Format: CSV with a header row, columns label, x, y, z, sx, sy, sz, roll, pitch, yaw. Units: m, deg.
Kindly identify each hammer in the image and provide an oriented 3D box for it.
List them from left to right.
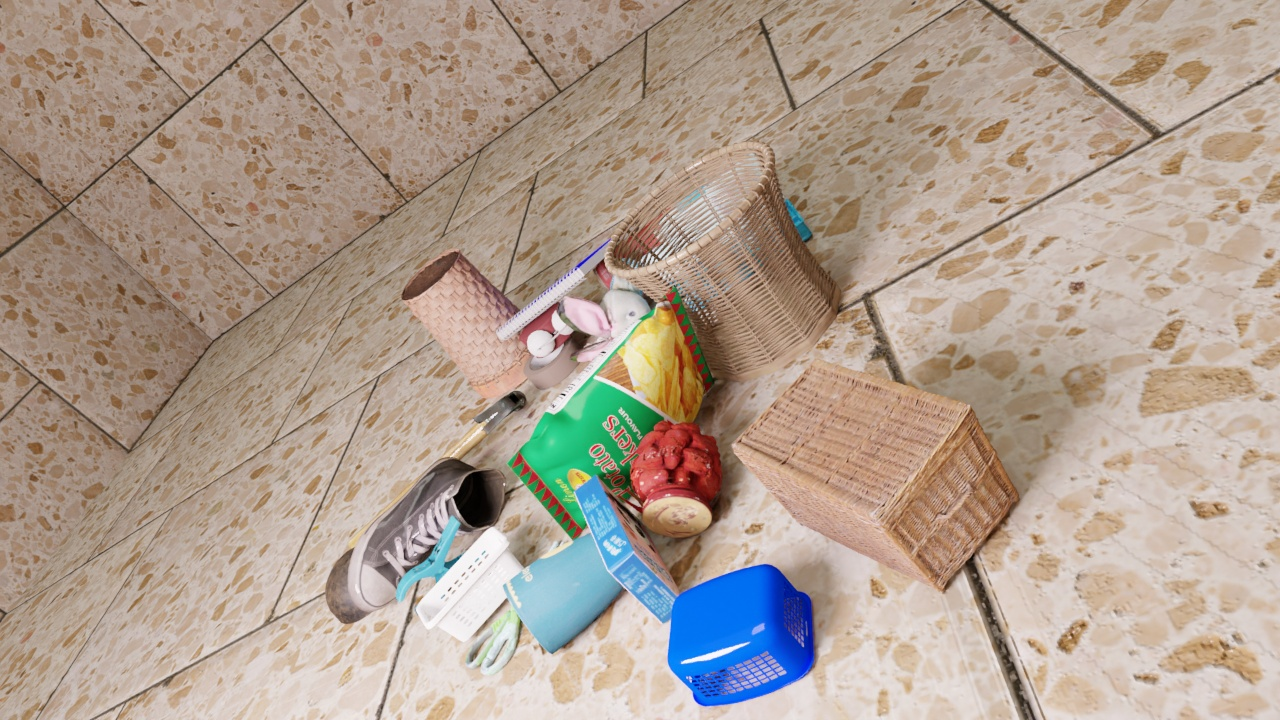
label,x,y,z,sx,sy,sz,roll,pitch,yaw
hammer,-0.302,0.165,1.339,0.331,0.033,0.132,-42,1,6

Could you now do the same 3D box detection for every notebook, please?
label,x,y,z,sx,sy,sz,roll,pitch,yaw
notebook,-0.117,-0.117,1.396,0.210,0.022,0.171,-33,11,40

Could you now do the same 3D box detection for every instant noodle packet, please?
label,x,y,z,sx,sy,sz,roll,pitch,yaw
instant noodle packet,-0.020,0.064,0.999,0.090,0.196,0.252,33,72,34

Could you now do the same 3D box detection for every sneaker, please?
label,x,y,z,sx,sy,sz,roll,pitch,yaw
sneaker,-0.273,0.224,1.181,0.120,0.095,0.234,-4,37,50

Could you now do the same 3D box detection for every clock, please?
label,x,y,z,sx,sy,sz,roll,pitch,yaw
clock,-0.136,-0.044,1.375,0.087,0.044,0.124,-44,17,-7

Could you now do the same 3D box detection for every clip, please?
label,x,y,z,sx,sy,sz,roll,pitch,yaw
clip,-0.255,0.246,1.117,0.126,0.113,0.028,-57,25,-5

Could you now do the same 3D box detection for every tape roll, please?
label,x,y,z,sx,sy,sz,roll,pitch,yaw
tape roll,-0.134,0.001,1.408,0.094,0.030,0.093,-31,28,18

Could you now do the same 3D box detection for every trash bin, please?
label,x,y,z,sx,sy,sz,roll,pitch,yaw
trash bin,-0.266,-0.062,1.476,0.151,0.210,0.151,-30,29,18

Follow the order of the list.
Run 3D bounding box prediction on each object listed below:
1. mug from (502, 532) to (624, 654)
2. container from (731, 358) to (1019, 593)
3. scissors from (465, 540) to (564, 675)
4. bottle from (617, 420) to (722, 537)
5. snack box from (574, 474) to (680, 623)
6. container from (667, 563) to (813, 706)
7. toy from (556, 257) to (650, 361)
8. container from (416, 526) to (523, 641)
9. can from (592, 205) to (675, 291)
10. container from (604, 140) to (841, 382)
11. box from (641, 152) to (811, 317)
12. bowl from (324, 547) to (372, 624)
label,x,y,z,sx,sy,sz,roll,pitch,yaw
mug,-0.072,0.228,0.932,0.104,0.084,0.112,-36,-3,-7
container,0.190,0.091,0.754,0.113,0.113,0.199,-46,27,-12
scissors,-0.135,0.267,1.014,0.072,0.033,0.175,-12,33,48
bottle,0.033,0.121,0.946,0.099,0.099,0.111,-25,40,27
snack box,-0.014,0.182,0.904,0.033,0.088,0.154,-40,27,1
container,0.078,0.222,0.755,0.114,0.058,0.096,-27,29,25
toy,-0.019,-0.080,1.348,0.106,0.131,0.204,21,50,26
container,-0.188,0.258,1.043,0.129,0.049,0.081,-47,17,-14
can,0.008,-0.173,1.453,0.170,0.067,0.067,-35,27,8
container,0.105,-0.109,1.080,0.227,0.196,0.226,-31,28,18
box,0.113,-0.165,1.302,0.227,0.074,0.180,-34,50,12
bowl,-0.387,0.292,1.252,0.121,0.056,0.121,-31,28,18
